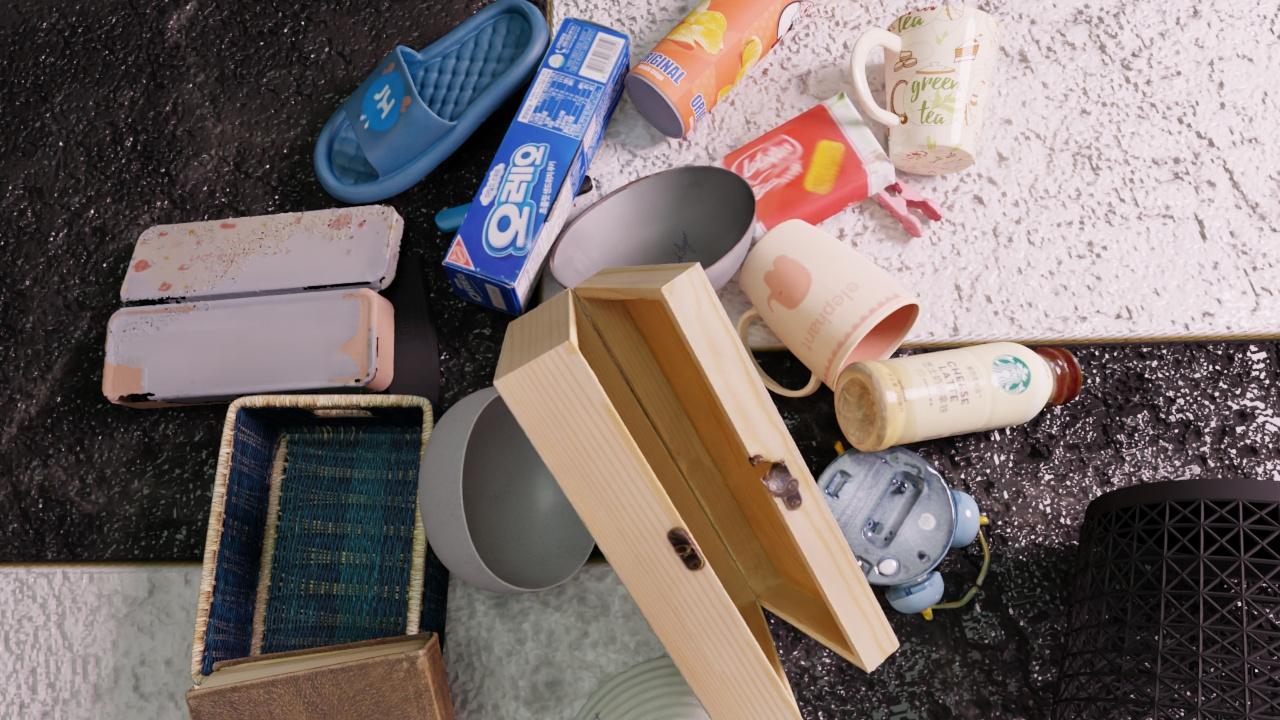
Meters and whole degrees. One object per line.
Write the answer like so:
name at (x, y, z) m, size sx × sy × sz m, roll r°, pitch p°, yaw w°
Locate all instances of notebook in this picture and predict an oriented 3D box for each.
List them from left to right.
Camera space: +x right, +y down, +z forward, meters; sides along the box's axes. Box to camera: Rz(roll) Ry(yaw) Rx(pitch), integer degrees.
notebook at (-0.149, 0.271, 0.542) m, size 0.190 × 0.034 × 0.215 m, roll -10°, pitch 98°, yaw 4°

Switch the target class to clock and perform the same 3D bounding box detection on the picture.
clock at (0.165, 0.108, 0.591) m, size 0.124 × 0.052 × 0.088 m, roll 32°, pitch 78°, yaw 12°

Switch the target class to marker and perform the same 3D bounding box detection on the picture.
marker at (-0.096, -0.120, 0.702) m, size 0.123 × 0.015 × 0.018 m, roll -15°, pitch 67°, yaw -2°

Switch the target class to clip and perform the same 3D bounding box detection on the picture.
clip at (0.196, -0.119, 0.669) m, size 0.059 × 0.022 × 0.038 m, roll 43°, pitch 86°, yaw 17°

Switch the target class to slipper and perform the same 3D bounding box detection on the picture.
slipper at (-0.166, -0.207, 0.700) m, size 0.214 × 0.059 × 0.103 m, roll -36°, pitch 62°, yaw 4°

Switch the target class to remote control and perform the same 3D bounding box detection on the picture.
remote control at (-0.172, -0.021, 0.682) m, size 0.039 × 0.010 × 0.124 m, roll -9°, pitch 73°, yaw 3°

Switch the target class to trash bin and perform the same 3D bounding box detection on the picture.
trash bin at (0.318, 0.203, 0.476) m, size 0.217 × 0.217 × 0.242 m, roll 9°, pitch 69°, yaw 8°

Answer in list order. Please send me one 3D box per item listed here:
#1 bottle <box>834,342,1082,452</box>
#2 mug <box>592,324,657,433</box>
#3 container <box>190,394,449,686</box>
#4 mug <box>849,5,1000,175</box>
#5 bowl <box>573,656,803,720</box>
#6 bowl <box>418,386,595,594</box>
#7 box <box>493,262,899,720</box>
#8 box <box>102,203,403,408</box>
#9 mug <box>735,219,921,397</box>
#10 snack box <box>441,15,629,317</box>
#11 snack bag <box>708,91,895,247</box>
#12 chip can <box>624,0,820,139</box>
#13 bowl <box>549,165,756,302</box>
bottle at (0.207, 0.019, 0.589) m, size 0.162 × 0.057 × 0.056 m, roll -7°, pitch 72°, yaw -20°
mug at (-0.004, 0.004, 0.632) m, size 0.088 × 0.087 × 0.114 m, roll -24°, pitch 45°, yaw -18°
container at (-0.203, 0.121, 0.613) m, size 0.145 × 0.071 × 0.187 m, roll 0°, pitch 74°, yaw 5°
mug at (0.196, -0.193, 0.651) m, size 0.121 × 0.081 × 0.097 m, roll 12°, pitch 80°, yaw -31°
bowl at (0.028, 0.269, 0.549) m, size 0.177 × 0.071 × 0.177 m, roll -1°, pitch 73°, yaw 5°
bowl at (-0.089, 0.083, 0.591) m, size 0.064 × 0.131 × 0.131 m, roll -9°, pitch 70°, yaw 37°
box at (0.035, 0.068, 0.520) m, size 0.123 × 0.140 × 0.249 m, roll -27°, pitch 106°, yaw 7°
box at (-0.286, -0.044, 0.686) m, size 0.217 × 0.058 × 0.153 m, roll -4°, pitch 74°, yaw 9°
mug at (0.114, -0.030, 0.628) m, size 0.104 × 0.085 × 0.112 m, roll 48°, pitch 112°, yaw 25°
snack box at (-0.070, -0.145, 0.671) m, size 0.059 × 0.059 × 0.226 m, roll 19°, pitch 70°, yaw 6°
snack bag at (0.116, -0.135, 0.665) m, size 0.116 × 0.036 × 0.077 m, roll -28°, pitch 68°, yaw 5°
chip can at (0.082, -0.264, 0.700) m, size 0.062 × 0.062 × 0.210 m, roll 42°, pitch 82°, yaw 15°
bowl at (0.015, -0.071, 0.640) m, size 0.151 × 0.057 × 0.150 m, roll -17°, pitch 38°, yaw 13°
